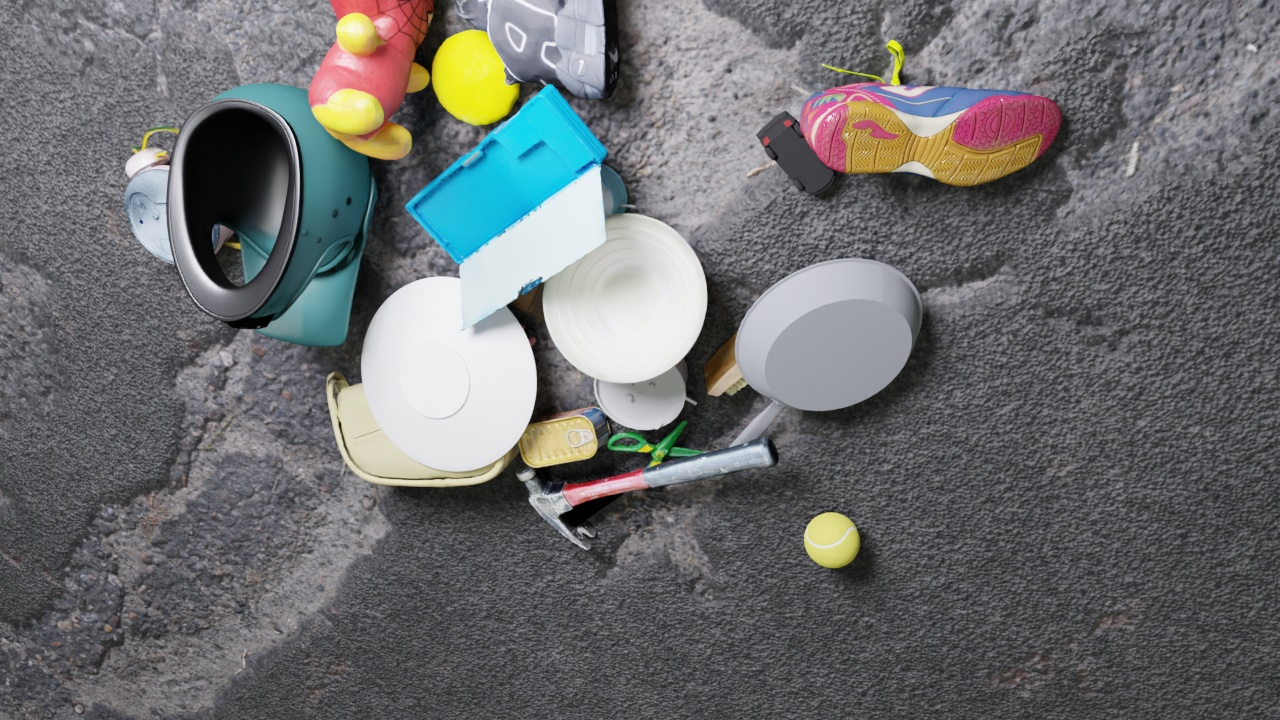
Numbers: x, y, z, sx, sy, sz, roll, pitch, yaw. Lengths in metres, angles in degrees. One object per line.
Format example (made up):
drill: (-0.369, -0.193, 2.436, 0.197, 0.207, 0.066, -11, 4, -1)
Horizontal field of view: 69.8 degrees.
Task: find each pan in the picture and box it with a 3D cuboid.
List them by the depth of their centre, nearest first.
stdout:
pan: (0.167, 0.035, 1.008, 0.200, 0.050, 0.358, 15, 128, -22)

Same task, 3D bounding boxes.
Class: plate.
plate: (-0.230, 0.020, 1.055, 0.230, 0.030, 0.229, 3, 99, 18)

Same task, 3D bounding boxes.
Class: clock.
clock: (-0.068, -0.185, 0.980, 0.123, 0.041, 0.088, 40, 118, -3)
clock: (-0.006, 0.006, 1.047, 0.120, 0.061, 0.159, -20, 112, 21)
clock: (-0.536, -0.191, 1.068, 0.117, 0.058, 0.158, -3, 116, 13)

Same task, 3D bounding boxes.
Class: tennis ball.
tennis ball: (0.229, 0.215, 1.098, 0.065, 0.065, 0.065, 5, 118, 10)

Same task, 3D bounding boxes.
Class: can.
can: (-0.090, 0.091, 1.104, 0.100, 0.059, 0.054, -11, 96, 19)

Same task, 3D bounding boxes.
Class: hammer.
hammer: (0.013, 0.148, 1.101, 0.327, 0.036, 0.140, -17, 120, 28)

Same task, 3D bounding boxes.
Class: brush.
brush: (0.122, -0.006, 1.020, 0.039, 0.049, 0.117, 32, 121, -26)

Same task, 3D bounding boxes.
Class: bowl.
bowl: (-0.012, -0.065, 0.979, 0.177, 0.057, 0.176, 1, 92, 13)

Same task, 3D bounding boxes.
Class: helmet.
helmet: (-0.377, -0.147, 0.969, 0.176, 0.200, 0.275, 8, 96, 6)

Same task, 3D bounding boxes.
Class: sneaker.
sneaker: (-0.108, -0.367, 0.857, 0.151, 0.097, 0.253, -3, 122, 11)
sneaker: (0.270, -0.231, 0.862, 0.241, 0.091, 0.116, -1, 124, -8)

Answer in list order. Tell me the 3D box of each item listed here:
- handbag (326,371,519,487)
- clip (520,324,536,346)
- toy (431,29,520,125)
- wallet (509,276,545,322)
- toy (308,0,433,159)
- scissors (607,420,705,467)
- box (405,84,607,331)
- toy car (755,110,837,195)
handbag: (-0.268, 0.075, 1.138, 0.233, 0.088, 0.191, -15, 97, 20)
clip: (-0.147, -0.016, 1.093, 0.044, 0.023, 0.060, 30, 114, -1)
toy: (-0.170, -0.290, 0.944, 0.094, 0.041, 0.096, 4, 117, 5)
wallet: (-0.090, -0.096, 1.035, 0.098, 0.026, 0.121, 26, 120, -3)
toy: (-0.257, -0.310, 0.881, 0.099, 0.147, 0.216, 6, 84, -2)
scissors: (0.022, 0.115, 1.114, 0.125, 0.011, 0.130, 5, 131, -2)
box: (-0.129, -0.153, 0.958, 0.244, 0.070, 0.170, -25, 88, 40)
toy car: (0.158, -0.206, 0.916, 0.042, 0.036, 0.091, -37, 114, 24)
